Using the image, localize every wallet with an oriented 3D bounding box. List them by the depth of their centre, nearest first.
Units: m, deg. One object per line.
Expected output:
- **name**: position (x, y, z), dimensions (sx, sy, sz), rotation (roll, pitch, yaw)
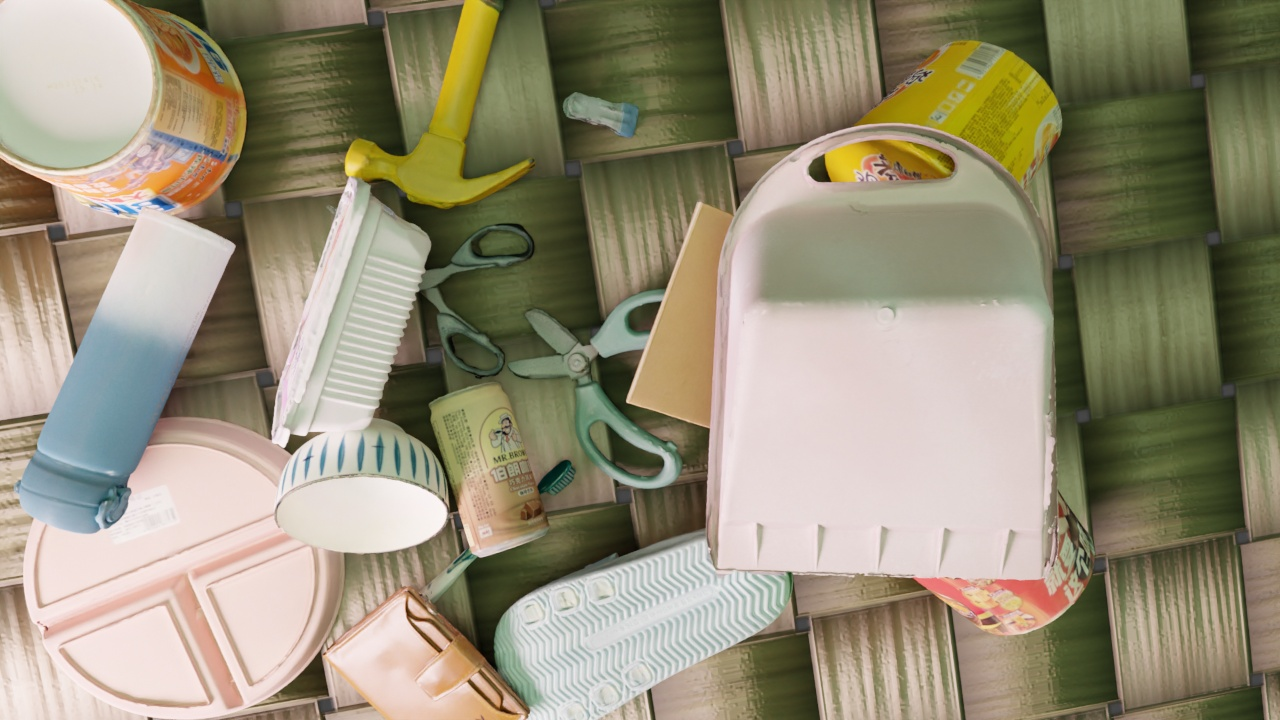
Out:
- **wallet**: position (-0.153, 0.232, 0.677), dimensions (0.119, 0.035, 0.130), rotation (-40, 96, 27)

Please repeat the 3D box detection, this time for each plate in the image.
- **plate**: position (-0.336, 0.156, 0.673), dimensions (0.229, 0.028, 0.229), rotation (0, 94, -4)

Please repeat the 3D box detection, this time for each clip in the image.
- **clip**: position (-0.028, -0.184, 0.679), dimensions (0.056, 0.027, 0.024), rotation (13, 94, -16)

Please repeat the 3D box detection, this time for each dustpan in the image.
- **dustpan**: position (0.157, 0.001, 0.591), dimensions (0.223, 0.138, 0.274), rotation (2, 124, 7)

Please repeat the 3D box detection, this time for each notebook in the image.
- **notebook**: position (0.107, -0.010, 0.678), dimensions (0.211, 0.012, 0.149), rotation (18, 94, -23)

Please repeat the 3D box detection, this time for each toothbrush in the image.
- **toothbrush**: position (-0.121, 0.144, 0.697), dimensions (0.191, 0.016, 0.018), rotation (-43, 131, 1)

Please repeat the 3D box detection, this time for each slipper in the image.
- **slipper**: position (-0.002, 0.187, 0.679), dimensions (0.246, 0.074, 0.104), rotation (-28, 90, 15)

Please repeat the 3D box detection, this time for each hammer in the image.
- **hammer**: position (-0.112, -0.256, 0.660), dimensions (0.128, 0.033, 0.301), rotation (15, 93, -6)

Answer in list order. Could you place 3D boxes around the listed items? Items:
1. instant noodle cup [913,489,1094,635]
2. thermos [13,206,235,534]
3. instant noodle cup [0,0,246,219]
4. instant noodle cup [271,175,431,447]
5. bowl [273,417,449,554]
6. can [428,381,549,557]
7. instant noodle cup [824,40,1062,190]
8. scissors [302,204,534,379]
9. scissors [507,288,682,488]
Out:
- **instant noodle cup**: position (0.254, 0.125, 0.673), dimensions (0.108, 0.138, 0.138), rotation (44, 89, -15)
- **thermos**: position (-0.349, 0.007, 0.626), dimensions (0.070, 0.070, 0.220), rotation (21, 83, -6)
- **instant noodle cup**: position (-0.355, -0.173, 0.605), dimensions (0.151, 0.111, 0.151), rotation (0, 94, -5)
- **instant noodle cup**: position (-0.193, -0.032, 0.619), dimensions (0.060, 0.138, 0.173), rotation (16, 98, -23)
- **bowl**: position (-0.194, 0.083, 0.649), dimensions (0.116, 0.117, 0.066), rotation (-6, 54, -5)
- **can**: position (-0.109, 0.078, 0.662), dimensions (0.058, 0.058, 0.116), rotation (-19, 84, -4)
- **instant noodle cup**: position (0.219, -0.149, 0.652), dimensions (0.138, 0.138, 0.109), rotation (42, 80, -6)
- **scissors**: position (-0.160, -0.055, 0.683), dimensions (0.181, 0.014, 0.159), rotation (-19, 93, -1)
- **scissors**: position (-0.004, 0.004, 0.684), dimensions (0.181, 0.019, 0.170), rotation (-42, 92, 13)
